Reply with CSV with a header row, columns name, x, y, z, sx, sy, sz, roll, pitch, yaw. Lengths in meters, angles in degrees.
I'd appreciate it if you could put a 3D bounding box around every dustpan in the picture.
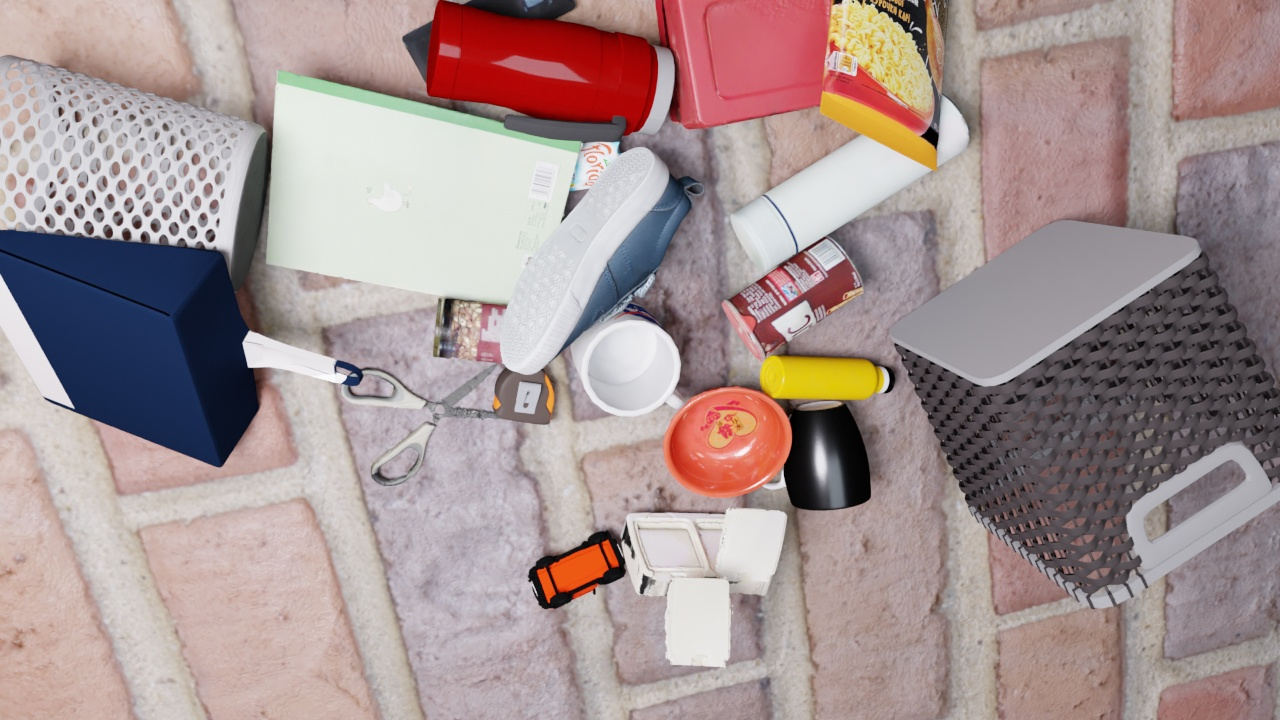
name,x,y,z,sx,sy,sz,roll,pitch,yaw
dustpan,-0.374,-0.008,0.758,0.273,0.079,0.237,21,144,0

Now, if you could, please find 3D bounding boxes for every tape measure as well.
name,x,y,z,sx,sy,sz,roll,pitch,yaw
tape measure,-0.111,0.032,0.891,0.058,0.038,0.059,10,100,-20

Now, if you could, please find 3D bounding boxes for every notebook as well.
name,x,y,z,sx,sy,sz,roll,pitch,yaw
notebook,-0.194,-0.139,0.809,0.252,0.010,0.182,10,125,-13

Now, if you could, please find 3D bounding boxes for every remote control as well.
name,x,y,z,sx,sy,sz,roll,pitch,yaw
remote control,-0.131,-0.295,0.799,0.150,0.022,0.047,-29,109,-1

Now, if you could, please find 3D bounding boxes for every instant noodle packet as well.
name,x,y,z,sx,sy,sz,roll,pitch,yaw
instant noodle packet,0.219,-0.294,0.800,0.159,0.032,0.220,12,81,-37

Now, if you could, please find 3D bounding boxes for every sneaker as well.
name,x,y,z,sx,sy,sz,roll,pitch,yaw
sneaker,-0.034,-0.080,0.821,0.087,0.089,0.235,35,93,-40

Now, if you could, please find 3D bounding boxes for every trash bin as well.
name,x,y,z,sx,sy,sz,roll,pitch,yaw
trash bin,-0.404,-0.138,0.727,0.183,0.156,0.156,11,104,-16

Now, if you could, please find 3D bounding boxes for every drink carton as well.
name,x,y,z,sx,sy,sz,roll,pitch,yaw
drink carton,-0.078,-0.175,0.836,0.129,0.038,0.044,-9,108,-8

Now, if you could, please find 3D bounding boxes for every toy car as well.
name,x,y,z,sx,sy,sz,roll,pitch,yaw
toy car,-0.065,0.220,0.950,0.100,0.051,0.049,-24,152,-4

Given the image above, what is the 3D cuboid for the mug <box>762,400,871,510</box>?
name,x,y,z,sx,sy,sz,roll,pitch,yaw
mug,0.175,0.096,0.952,0.119,0.084,0.100,-6,96,22

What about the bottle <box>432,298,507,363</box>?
name,x,y,z,sx,sy,sz,roll,pitch,yaw
bottle,-0.139,-0.025,0.860,0.105,0.056,0.056,6,105,-12

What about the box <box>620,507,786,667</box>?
name,x,y,z,sx,sy,sz,roll,pitch,yaw
box,0.074,0.189,0.884,0.143,0.187,0.105,2,121,-17

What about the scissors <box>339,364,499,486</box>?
name,x,y,z,sx,sy,sz,roll,pitch,yaw
scissors,-0.215,0.056,0.894,0.171,0.012,0.157,25,101,-18

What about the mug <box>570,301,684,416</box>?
name,x,y,z,sx,sy,sz,roll,pitch,yaw
mug,-0.005,0.005,0.877,0.121,0.090,0.091,41,96,-19

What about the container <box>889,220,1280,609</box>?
name,x,y,z,sx,sy,sz,roll,pitch,yaw
container,0.423,0.033,0.889,0.247,0.245,0.243,-33,106,0

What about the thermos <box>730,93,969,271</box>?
name,x,y,z,sx,sy,sz,roll,pitch,yaw
thermos,0.198,-0.170,0.876,0.230,0.068,0.068,-32,109,0

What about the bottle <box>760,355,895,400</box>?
name,x,y,z,sx,sy,sz,roll,pitch,yaw
bottle,0.194,0.018,0.935,0.143,0.043,0.043,2,106,-25

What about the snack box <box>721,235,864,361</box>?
name,x,y,z,sx,sy,sz,roll,pitch,yaw
snack box,0.149,-0.060,0.896,0.121,0.072,0.072,-33,109,-1

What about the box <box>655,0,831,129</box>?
name,x,y,z,sx,sy,sz,roll,pitch,yaw
box,0.101,-0.280,0.816,0.157,0.087,0.129,-13,104,-7

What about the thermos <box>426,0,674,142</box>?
name,x,y,z,sx,sy,sz,roll,pitch,yaw
thermos,-0.075,-0.235,0.776,0.198,0.084,0.108,5,63,-20

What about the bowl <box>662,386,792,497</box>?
name,x,y,z,sx,sy,sz,roll,pitch,yaw
bowl,0.085,0.074,0.932,0.130,0.045,0.131,-2,118,-4
